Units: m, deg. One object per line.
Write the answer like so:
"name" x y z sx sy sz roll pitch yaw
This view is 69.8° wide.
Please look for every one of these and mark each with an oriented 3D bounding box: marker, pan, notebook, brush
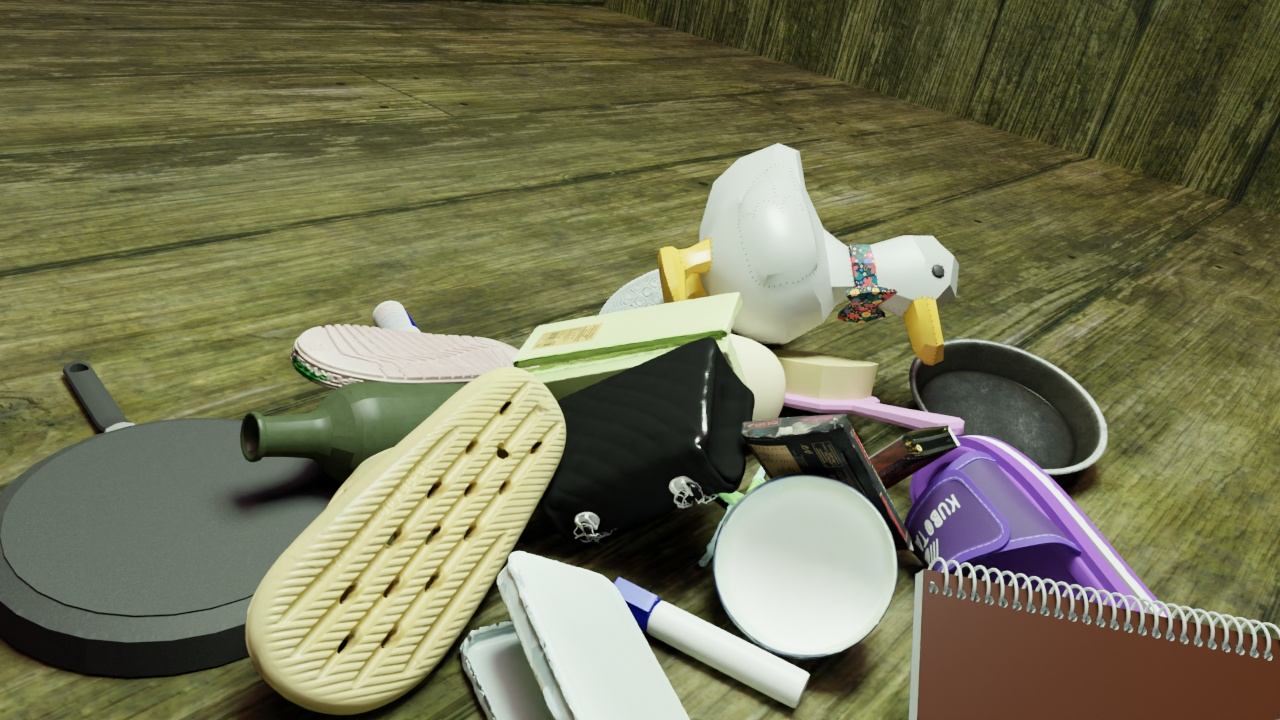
"marker" 0.041 0.177 0.580 0.133 0.027 0.023 22 51 20
"pan" -0.337 0.076 0.630 0.224 0.034 0.356 -16 38 -41
"notebook" 0.252 0.210 0.502 0.209 0.022 0.171 11 64 1
"pan" 0.331 0.094 0.817 0.187 0.055 0.355 14 40 5
"brush" 0.186 0.025 0.814 0.089 0.043 0.229 -1 8 -34

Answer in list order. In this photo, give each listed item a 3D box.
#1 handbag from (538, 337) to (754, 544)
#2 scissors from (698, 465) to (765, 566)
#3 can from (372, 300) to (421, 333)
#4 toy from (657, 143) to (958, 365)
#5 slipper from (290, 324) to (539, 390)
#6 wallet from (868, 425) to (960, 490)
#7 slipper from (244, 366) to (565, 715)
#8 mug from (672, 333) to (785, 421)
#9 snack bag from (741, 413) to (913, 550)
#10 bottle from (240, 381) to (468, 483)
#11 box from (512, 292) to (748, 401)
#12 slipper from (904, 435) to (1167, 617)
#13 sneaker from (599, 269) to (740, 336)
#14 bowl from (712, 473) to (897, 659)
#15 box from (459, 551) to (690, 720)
"handbag" 0.010 0.076 0.664 0.154 0.115 0.124 -21 33 23
"scissors" 0.085 0.112 0.729 0.159 0.025 0.171 -1 34 -34
"can" -0.220 -0.021 0.850 0.032 0.032 0.095 -7 33 -30
"toy" 0.149 -0.091 0.845 0.267 0.141 0.246 -13 72 1
"slipper" -0.178 0.020 0.761 0.094 0.064 0.238 31 17 29
"wallet" 0.174 0.088 0.692 0.072 0.123 0.019 -6 62 -42
"slipper" -0.139 0.105 0.577 0.111 0.079 0.260 51 47 -15
"mug" 0.068 0.021 0.813 0.099 0.096 0.120 7 12 -31
"snack bag" 0.132 0.090 0.642 0.075 0.155 0.018 -7 45 32
"bottle" -0.171 0.051 0.645 0.206 0.071 0.071 3 26 -45
"box" -0.004 0.011 0.743 0.188 0.083 0.091 -8 22 22
"slipper" 0.254 0.149 0.633 0.084 0.107 0.266 -2 35 -24
"sneaker" 0.067 -0.050 0.953 0.235 0.089 0.087 -10 -9 -8
"bowl" 0.112 0.140 0.614 0.118 0.118 0.062 25 -11 25
"box" -0.012 0.185 0.493 0.122 0.083 0.215 -11 35 -29
